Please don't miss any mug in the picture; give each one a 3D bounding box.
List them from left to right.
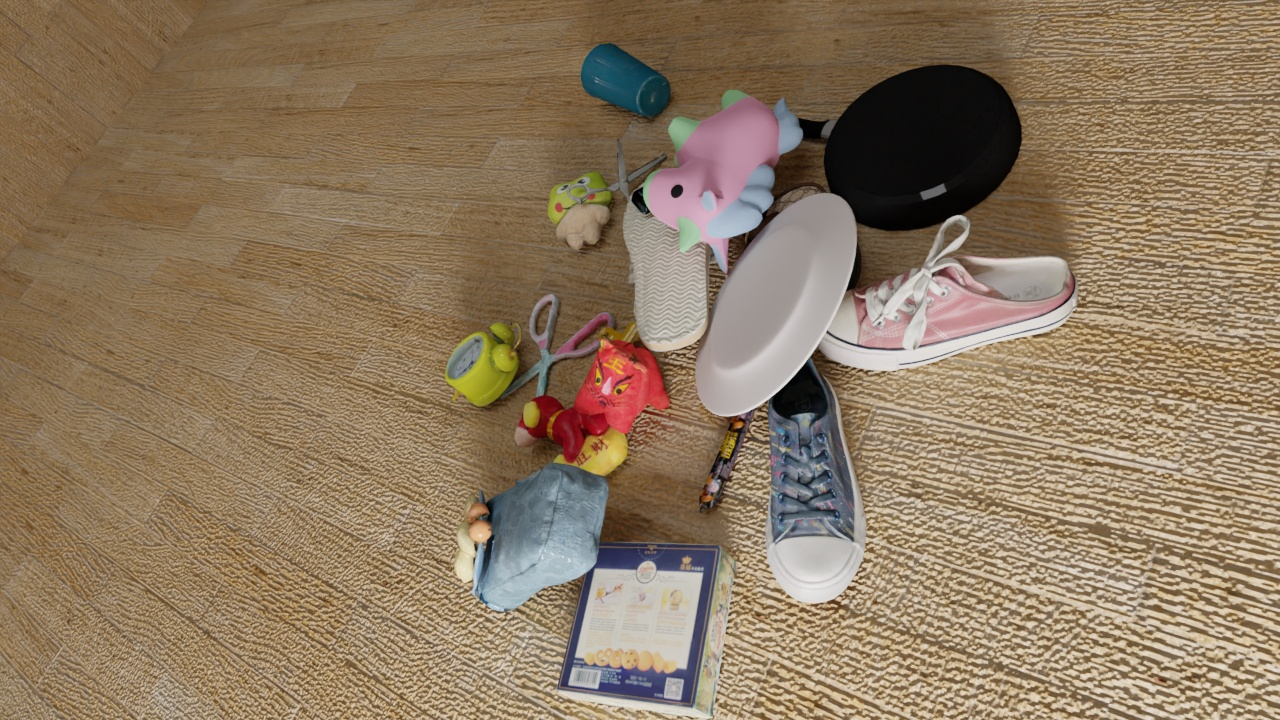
[{"bbox_3d":[-0.017,-0.383,1.267,0.078,0.078,0.121,-48,51,-4],"label":"mug"}]

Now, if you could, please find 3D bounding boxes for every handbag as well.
[{"bbox_3d":[-0.119,0.169,0.896,0.192,0.118,0.121,-35,39,51],"label":"handbag"},{"bbox_3d":[0.157,-0.113,0.974,0.139,0.063,0.166,-27,47,28],"label":"handbag"}]

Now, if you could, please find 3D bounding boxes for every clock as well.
[{"bbox_3d":[-0.183,0.001,1.111,0.119,0.057,0.083,-39,36,15],"label":"clock"}]

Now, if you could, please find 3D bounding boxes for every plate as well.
[{"bbox_3d":[0.121,-0.059,0.900,0.243,0.016,0.242,-49,25,32],"label":"plate"}]

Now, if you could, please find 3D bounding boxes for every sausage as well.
[{"bbox_3d":[0.091,0.082,0.906,0.020,0.020,0.155,9,65,37],"label":"sausage"}]

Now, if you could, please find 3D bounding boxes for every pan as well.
[{"bbox_3d":[0.242,-0.257,1.025,0.356,0.044,0.204,26,77,41],"label":"pan"}]

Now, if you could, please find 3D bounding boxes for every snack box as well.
[{"bbox_3d":[0.007,0.240,0.835,0.145,0.042,0.144,-5,57,32],"label":"snack box"}]

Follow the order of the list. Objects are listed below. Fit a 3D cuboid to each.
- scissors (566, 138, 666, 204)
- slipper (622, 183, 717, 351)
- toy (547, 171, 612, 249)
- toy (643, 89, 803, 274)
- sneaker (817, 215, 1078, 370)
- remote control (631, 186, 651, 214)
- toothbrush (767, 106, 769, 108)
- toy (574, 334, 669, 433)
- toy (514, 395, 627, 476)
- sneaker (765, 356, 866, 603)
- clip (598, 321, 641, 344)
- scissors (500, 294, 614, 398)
[{"bbox_3d":[-0.020,-0.215,1.169,0.141,0.014,0.174,-16,63,-9],"label":"scissors"},{"bbox_3d":[0.034,-0.113,1.054,0.115,0.054,0.272,-19,46,16],"label":"slipper"},{"bbox_3d":[-0.078,-0.193,1.192,0.092,0.043,0.117,-17,54,14],"label":"toy"},{"bbox_3d":[0.102,-0.210,1.007,0.222,0.120,0.171,-32,53,-11],"label":"toy"},{"bbox_3d":[0.266,-0.057,0.839,0.242,0.088,0.118,-11,54,26],"label":"sneaker"},{"bbox_3d":[0.059,-0.221,1.089,0.152,0.020,0.041,-29,45,-6],"label":"remote control"},{"bbox_3d":[0.142,-0.238,1.079,0.022,0.017,0.135,-17,59,57],"label":"toothbrush"},{"bbox_3d":[-0.006,0.006,0.968,0.088,0.094,0.132,18,31,13],"label":"toy"},{"bbox_3d":[-0.072,0.076,0.993,0.137,0.067,0.105,26,69,33],"label":"toy"},{"bbox_3d":[0.150,0.092,0.807,0.087,0.079,0.235,-4,52,10],"label":"sneaker"},{"bbox_3d":[-0.024,-0.020,1.051,0.054,0.045,0.048,-58,22,-12],"label":"clip"},{"bbox_3d":[-0.110,-0.018,1.115,0.171,0.014,0.168,-39,47,9],"label":"scissors"}]
